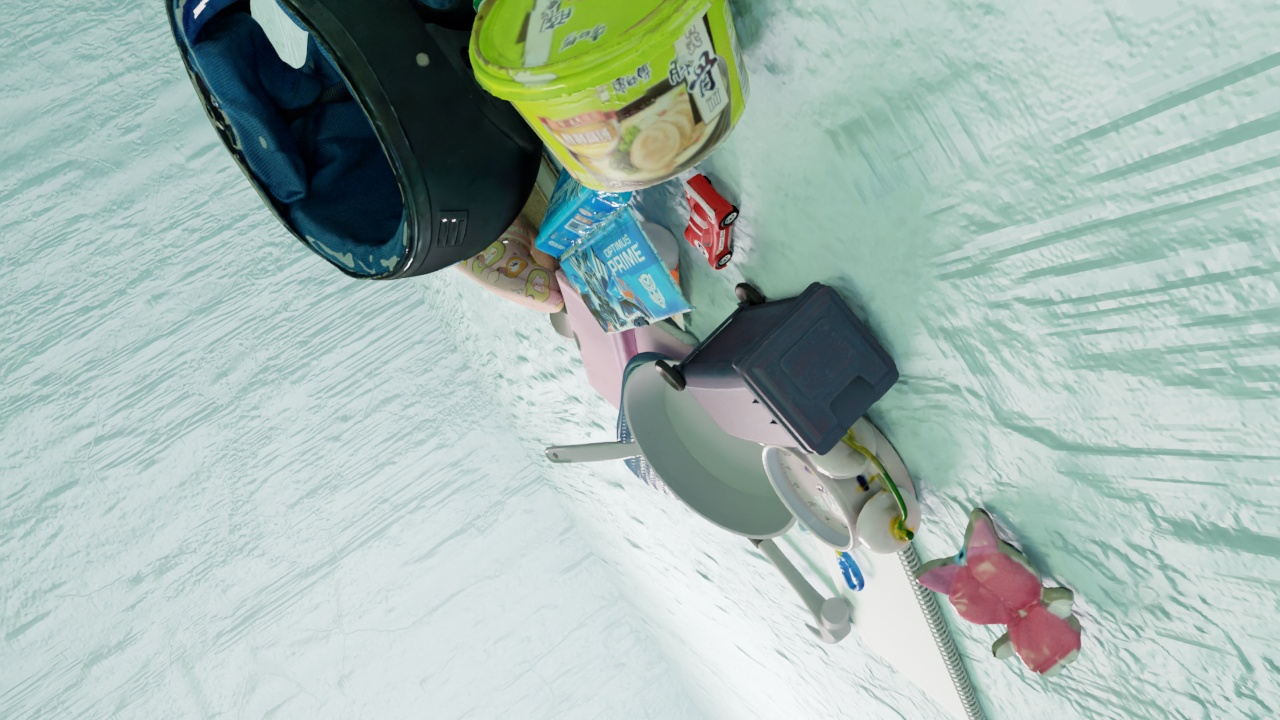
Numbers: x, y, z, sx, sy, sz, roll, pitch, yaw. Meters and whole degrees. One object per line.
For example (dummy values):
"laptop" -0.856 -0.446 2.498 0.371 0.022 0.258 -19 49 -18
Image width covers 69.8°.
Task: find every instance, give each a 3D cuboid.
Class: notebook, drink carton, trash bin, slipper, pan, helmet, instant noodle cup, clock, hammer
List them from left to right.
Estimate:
"helmet" -0.217 -0.236 0.791 0.250 0.235 0.316 -5 124 38
"slipper" -0.151 -0.116 1.024 0.197 0.081 0.093 28 -177 39
"notebook" -0.127 -0.186 1.022 0.190 0.034 0.216 59 165 -8
"instant noodle cup" -0.010 -0.166 0.504 0.146 0.146 0.098 42 171 43
"drink carton" 0.016 -0.073 0.828 0.069 0.039 0.122 49 170 22
"pan" 0.019 0.084 0.906 0.357 0.050 0.201 -6 119 52
"slipper" 0.024 0.069 0.973 0.104 0.059 0.214 17 136 23
"hammer" 0.126 0.190 1.038 0.311 0.029 0.125 49 168 30
"trash bin" 0.090 0.004 0.634 0.092 0.093 0.161 48 168 -9
"clock" 0.152 0.088 0.683 0.117 0.058 0.158 57 165 -6
"notebook" 0.220 0.214 0.837 0.246 0.013 0.178 62 166 -23

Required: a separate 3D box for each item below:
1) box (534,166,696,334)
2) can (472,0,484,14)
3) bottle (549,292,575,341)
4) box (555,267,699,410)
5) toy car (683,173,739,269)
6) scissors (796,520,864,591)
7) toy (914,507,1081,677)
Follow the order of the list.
"box" -0.035 -0.106 0.727 0.244 0.071 0.170 171 93 -74
"can" -0.088 -0.252 0.719 0.101 0.053 0.053 61 165 -17
"bottle" -0.078 -0.061 1.084 0.060 0.060 0.109 52 165 13
"box" -0.007 0.007 0.996 0.179 0.039 0.233 35 158 26
"toy car" 0.049 -0.099 0.672 0.038 0.025 0.090 50 164 20
"scissors" 0.168 0.152 0.827 0.127 0.015 0.125 28 145 60
"toy" 0.233 0.150 0.584 0.102 0.065 0.050 47 -165 20
